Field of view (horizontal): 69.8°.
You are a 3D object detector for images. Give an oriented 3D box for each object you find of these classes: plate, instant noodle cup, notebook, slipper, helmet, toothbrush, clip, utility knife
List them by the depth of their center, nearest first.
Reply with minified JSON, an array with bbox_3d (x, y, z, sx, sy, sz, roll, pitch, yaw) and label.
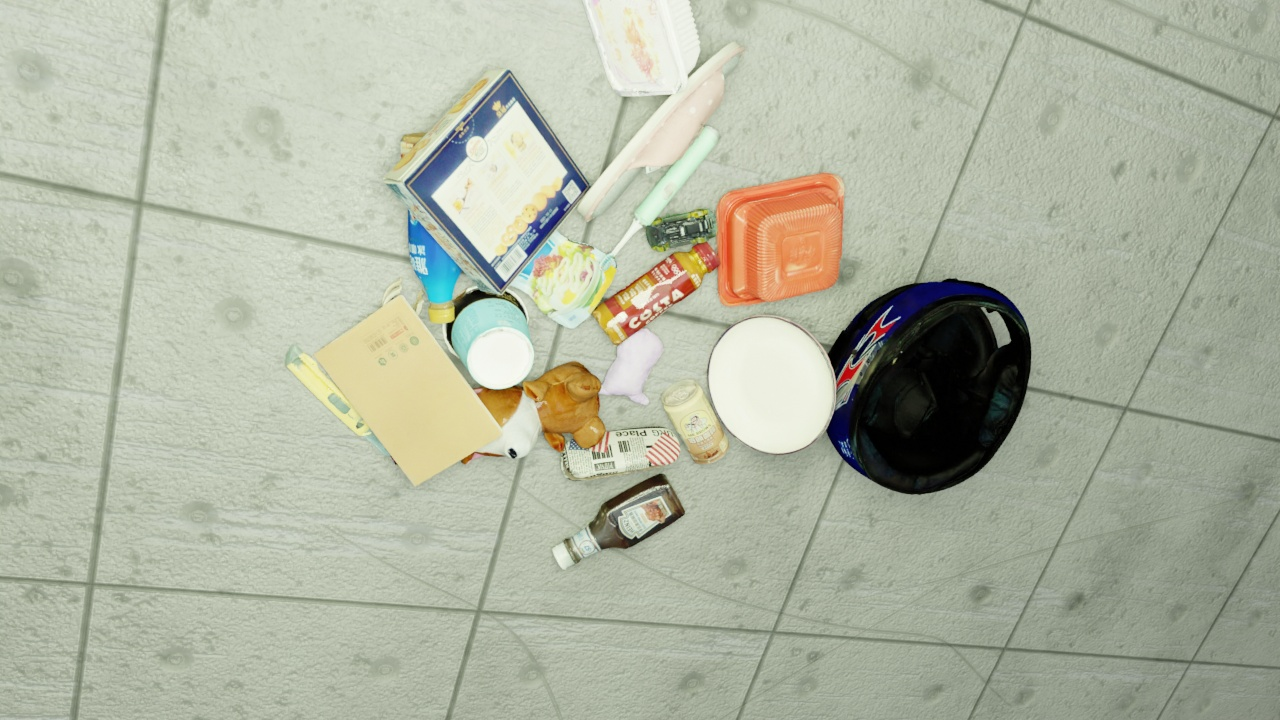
[{"bbox_3d":[0.003,-0.388,1.020,0.060,0.138,0.173,-34,121,-28],"label":"instant noodle cup"},{"bbox_3d":[0.031,-0.262,1.090,0.054,0.114,0.274,44,98,-4],"label":"slipper"},{"bbox_3d":[-0.313,-0.060,1.110,0.105,0.034,0.082,-34,122,8],"label":"clip"},{"bbox_3d":[-0.181,-0.024,1.116,0.111,0.120,0.111,-7,114,-15],"label":"instant noodle cup"},{"bbox_3d":[-0.283,0.041,1.118,0.148,0.008,0.207,-31,102,19],"label":"notebook"},{"bbox_3d":[0.021,-0.200,1.145,0.026,0.027,0.224,39,92,-22],"label":"toothbrush"},{"bbox_3d":[-0.374,0.056,1.153,0.031,0.021,0.198,-38,123,0],"label":"utility knife"},{"bbox_3d":[0.196,-0.151,1.206,0.188,0.079,0.165,-15,120,-16],"label":"instant noodle cup"},{"bbox_3d":[0.377,0.014,1.238,0.247,0.239,0.316,17,117,-4],"label":"helmet"},{"bbox_3d":[0.181,0.031,1.243,0.038,0.192,0.193,-18,125,-52],"label":"plate"}]

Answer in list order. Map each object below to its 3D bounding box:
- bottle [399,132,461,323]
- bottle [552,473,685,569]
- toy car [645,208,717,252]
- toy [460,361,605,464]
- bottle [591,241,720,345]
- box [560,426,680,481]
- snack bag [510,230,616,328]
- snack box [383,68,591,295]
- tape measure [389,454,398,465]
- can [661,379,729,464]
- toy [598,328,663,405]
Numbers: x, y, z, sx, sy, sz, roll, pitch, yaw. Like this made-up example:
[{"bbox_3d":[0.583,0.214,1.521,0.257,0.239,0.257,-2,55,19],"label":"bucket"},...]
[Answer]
[{"bbox_3d":[-0.238,-0.151,1.065,0.065,0.065,0.219,-6,110,-16],"label":"bottle"},{"bbox_3d":[-0.035,0.238,1.323,0.195,0.044,0.080,-29,117,-3],"label":"bottle"},{"bbox_3d":[0.052,-0.168,1.173,0.091,0.036,0.043,-12,112,0],"label":"toy car"},{"bbox_3d":[-0.146,0.076,1.179,0.199,0.130,0.140,-9,127,-4],"label":"toy"},{"bbox_3d":[0.022,-0.091,1.188,0.175,0.057,0.057,-35,118,-1],"label":"bottle"},{"bbox_3d":[-0.026,0.128,1.253,0.163,0.087,0.076,-6,99,-12],"label":"box"},{"bbox_3d":[-0.128,-0.127,1.137,0.191,0.039,0.110,33,103,-25],"label":"snack bag"},{"bbox_3d":[-0.165,-0.199,1.035,0.177,0.046,0.182,-52,131,-17],"label":"snack box"},{"bbox_3d":[-0.294,0.113,1.181,0.057,0.039,0.058,-39,122,-12],"label":"tape measure"},{"bbox_3d":[0.077,0.087,1.283,0.058,0.058,0.116,-30,118,-3],"label":"can"},{"bbox_3d":[-0.007,0.007,1.232,0.083,0.039,0.108,16,106,-24],"label":"toy"}]
